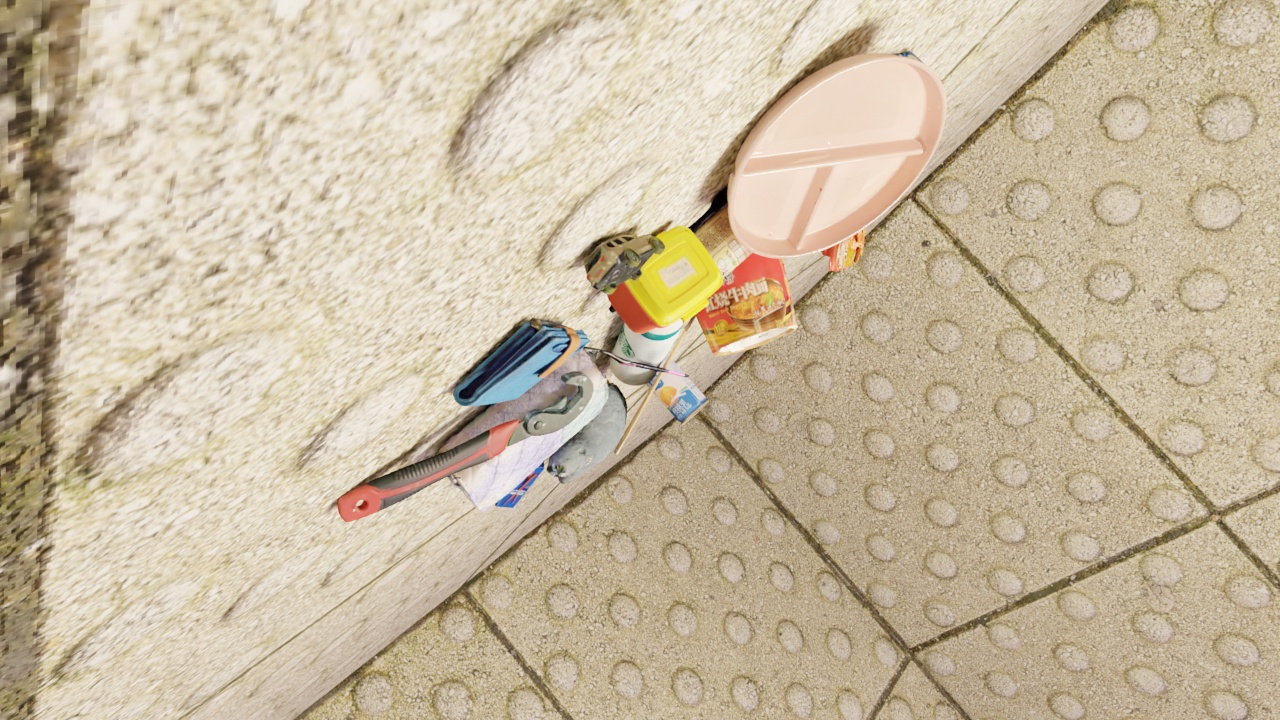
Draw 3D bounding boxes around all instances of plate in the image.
[{"bbox_3d":[0.180,-0.188,0.861,0.229,0.028,0.230,-19,146,-14],"label":"plate"}]

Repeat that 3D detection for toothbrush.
[{"bbox_3d":[-0.006,0.006,1.093,0.189,0.017,0.014,14,174,-43],"label":"toothbrush"},{"bbox_3d":[0.032,-0.114,0.946,0.189,0.014,0.016,-44,-175,21],"label":"toothbrush"}]

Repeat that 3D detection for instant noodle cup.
[{"bbox_3d":[0.125,-0.073,1.126,0.138,0.108,0.138,-17,173,-3],"label":"instant noodle cup"},{"bbox_3d":[0.237,-0.195,1.100,0.188,0.079,0.164,-19,123,-69],"label":"instant noodle cup"}]

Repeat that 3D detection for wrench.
[{"bbox_3d":[-0.161,0.085,0.887,0.272,0.016,0.056,-27,131,-23],"label":"wrench"}]

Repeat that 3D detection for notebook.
[{"bbox_3d":[0.029,0.015,1.223,0.208,0.008,0.147,-61,178,29],"label":"notebook"}]

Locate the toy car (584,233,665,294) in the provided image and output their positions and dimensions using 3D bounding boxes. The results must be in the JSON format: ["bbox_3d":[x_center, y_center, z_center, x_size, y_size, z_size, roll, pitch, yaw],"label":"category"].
[{"bbox_3d":[-0.013,-0.086,0.776,0.042,0.035,0.090,-44,173,31],"label":"toy car"}]

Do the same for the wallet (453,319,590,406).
[{"bbox_3d":[-0.105,0.004,0.841,0.106,0.040,0.133,-38,175,9],"label":"wallet"}]

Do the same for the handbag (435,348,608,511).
[{"bbox_3d":[-0.127,0.073,0.992,0.193,0.075,0.134,-41,169,-15],"label":"handbag"}]

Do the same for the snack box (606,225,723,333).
[{"bbox_3d":[0.020,-0.071,0.880,0.091,0.082,0.080,-37,-178,-27],"label":"snack box"}]

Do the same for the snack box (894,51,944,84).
[{"bbox_3d":[0.255,-0.278,0.960,0.058,0.057,0.206,-49,169,36],"label":"snack box"}]

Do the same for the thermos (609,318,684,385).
[{"bbox_3d":[0.006,-0.029,1.117,0.073,0.073,0.225,-39,172,-17],"label":"thermos"}]

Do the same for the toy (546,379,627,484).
[{"bbox_3d":[-0.076,0.086,1.212,0.138,0.091,0.356,-47,-174,1],"label":"toy"}]

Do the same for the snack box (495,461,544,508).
[{"bbox_3d":[-0.149,0.119,1.134,0.026,0.084,0.158,8,152,-19],"label":"snack box"}]

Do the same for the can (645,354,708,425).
[{"bbox_3d":[0.036,0.027,1.341,0.053,0.134,0.053,-41,172,-7],"label":"can"}]

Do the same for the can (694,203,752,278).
[{"bbox_3d":[0.084,-0.123,0.984,0.116,0.058,0.058,-41,173,0],"label":"can"}]
